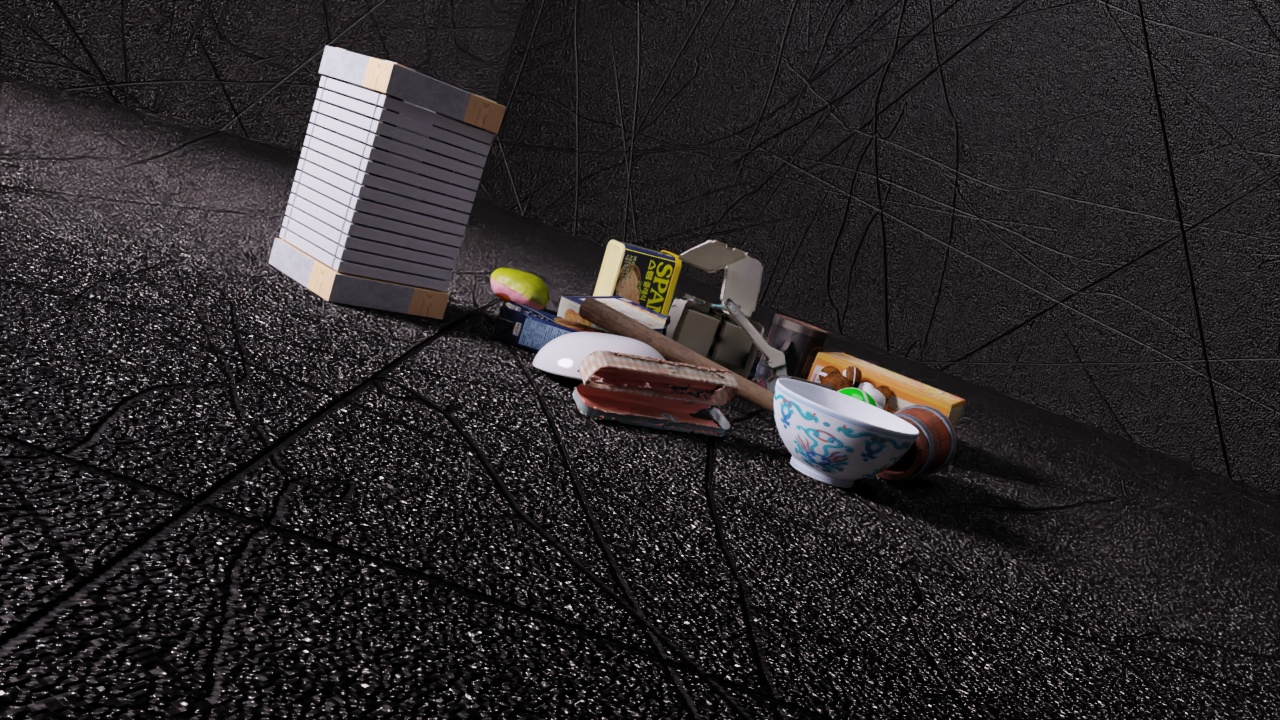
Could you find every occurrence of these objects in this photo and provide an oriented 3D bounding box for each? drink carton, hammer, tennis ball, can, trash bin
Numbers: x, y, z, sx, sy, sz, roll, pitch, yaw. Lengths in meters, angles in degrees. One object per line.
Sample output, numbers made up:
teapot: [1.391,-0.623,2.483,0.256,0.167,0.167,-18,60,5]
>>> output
drink carton: [-0.103,-0.030,1.058,0.130,0.040,0.064,18,9,-4]
hammer: [0.074,0.009,1.070,0.322,0.040,0.129,27,13,0]
tennis ball: [0.262,0.066,1.140,0.065,0.065,0.065,18,9,-3]
can: [-0.010,-0.117,1.466,0.104,0.135,0.075,11,12,-26]
trash bin: [-0.280,-0.193,1.010,0.142,0.247,0.142,27,12,40]

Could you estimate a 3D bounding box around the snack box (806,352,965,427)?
snack box: [0.346,0.058,1.306,0.195,0.081,0.145,23,10,24]

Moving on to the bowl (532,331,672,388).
bowl: [-0.036,-0.005,0.958,0.149,0.043,0.149,8,5,-1]

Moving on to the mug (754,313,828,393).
mug: [0.206,-0.003,1.301,0.080,0.107,0.115,22,10,21]

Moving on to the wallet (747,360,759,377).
wallet: [0.119,-0.002,1.374,0.089,0.026,0.115,11,9,-39]

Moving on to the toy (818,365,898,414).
toy: [0.285,0.055,1.221,0.112,0.087,0.067,28,-18,4]

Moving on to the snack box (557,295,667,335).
snack box: [-0.019,-0.048,1.270,0.144,0.043,0.144,26,18,29]

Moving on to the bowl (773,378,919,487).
bowl: [0.190,0.078,0.901,0.144,0.074,0.144,18,9,-3]

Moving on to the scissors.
scissors: [0.148,0.004,1.175,0.198,0.179,0.015,-8,-7,1]

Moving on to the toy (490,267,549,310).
toy: [-0.165,-0.100,1.313,0.090,0.051,0.109,24,8,16]

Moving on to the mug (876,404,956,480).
mug: [0.282,0.092,1.030,0.118,0.081,0.111,4,3,33]

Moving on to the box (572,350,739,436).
box: [0.021,0.032,0.873,0.186,0.067,0.057,9,-25,-39]

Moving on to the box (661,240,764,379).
box: [0.097,-0.065,1.232,0.143,0.180,0.080,18,4,-35]

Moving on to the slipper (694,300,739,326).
slipper: [0.110,-0.060,1.431,0.116,0.069,0.276,10,-2,12]

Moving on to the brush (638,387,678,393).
brush: [0.001,0.039,0.931,0.048,0.017,0.126,22,10,20]
